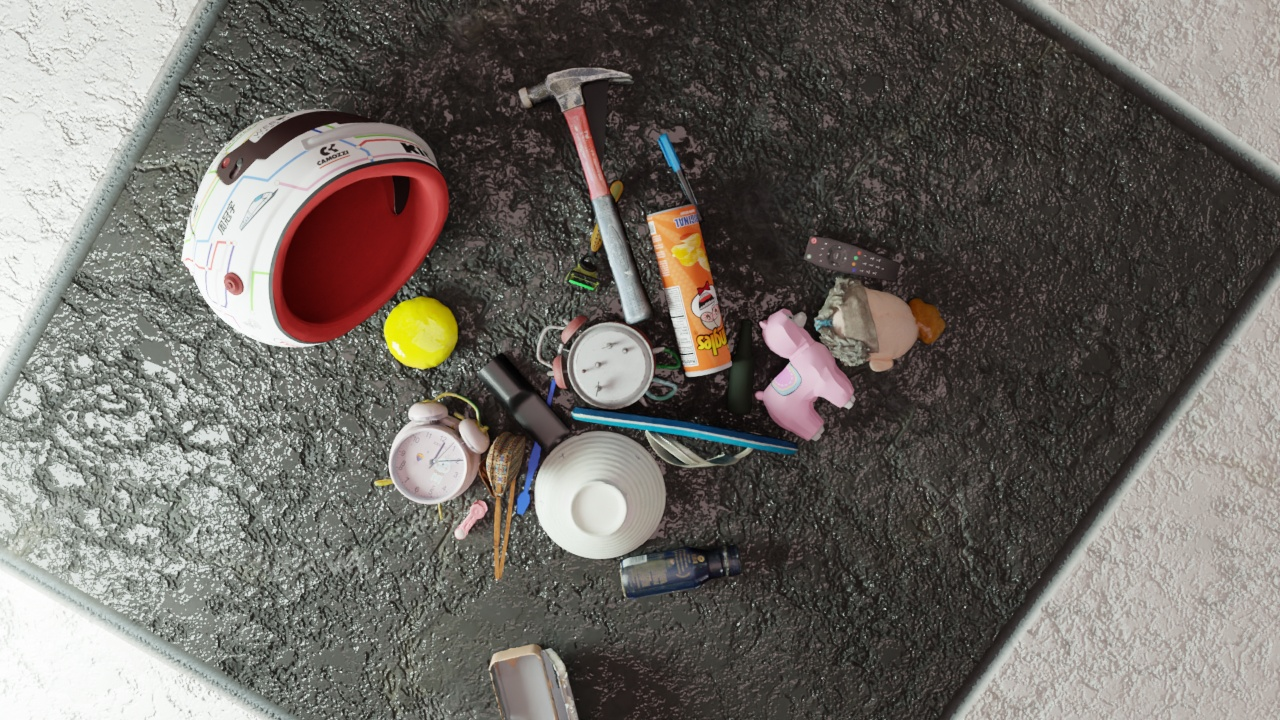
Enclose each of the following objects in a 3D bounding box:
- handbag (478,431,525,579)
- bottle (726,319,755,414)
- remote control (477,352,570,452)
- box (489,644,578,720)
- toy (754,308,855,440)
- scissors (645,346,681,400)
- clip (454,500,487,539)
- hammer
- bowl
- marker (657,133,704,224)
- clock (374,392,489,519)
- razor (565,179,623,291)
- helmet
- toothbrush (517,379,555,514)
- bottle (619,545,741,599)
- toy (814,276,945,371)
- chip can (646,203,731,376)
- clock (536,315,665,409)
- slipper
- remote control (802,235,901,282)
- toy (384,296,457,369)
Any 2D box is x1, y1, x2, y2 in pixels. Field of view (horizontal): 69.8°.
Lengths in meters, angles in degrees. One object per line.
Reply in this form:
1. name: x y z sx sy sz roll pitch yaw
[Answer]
1. handbag: -0.184 0.191 1.196 0.043 0.093 0.196 7 102 4
2. bottle: 0.134 0.008 1.198 0.033 0.033 0.123 4 97 -1
3. remote control: -0.153 0.056 1.203 0.045 0.021 0.140 -42 91 6
4. box: -0.128 0.499 1.231 0.121 0.094 0.217 -12 97 5
5. toy: 0.201 0.017 1.182 0.157 0.067 0.123 46 107 7
6. scissors: -0.011 0.021 1.210 0.132 0.013 0.078 -1 99 3
7. clip: -0.226 0.214 1.220 0.022 0.039 0.059 35 100 -8
8. hammer: -0.039 -0.207 1.147 0.140 0.036 0.326 -17 91 5
9. bowl: -0.054 0.185 1.201 0.177 0.071 0.177 0 97 -1
10. marker: 0.053 -0.231 1.172 0.015 0.018 0.123 -24 98 8
11. clock: -0.262 0.116 1.196 0.117 0.058 0.158 29 96 -4
12. razor: -0.052 -0.163 1.179 0.044 0.021 0.144 18 98 -20
13. helmet: -0.386 -0.171 1.069 0.315 0.230 0.236 -49 60 11
14. toothbrush: -0.137 0.115 1.223 0.016 0.011 0.187 15 94 -3
15. bottle: 0.054 0.278 1.221 0.161 0.056 0.056 -10 98 1
16. toy: 0.304 -0.046 1.174 0.175 0.076 0.132 0 69 -12
17. chip can: 0.063 -0.089 1.169 0.062 0.062 0.210 -14 98 1
18. clock: -0.056 0.000 1.172 0.157 0.062 0.110 17 96 3
19. slipper: 0.054 0.105 1.170 0.295 0.118 0.060 9 84 3
20. remote control: 0.274 -0.130 1.191 0.124 0.010 0.039 15 97 -2
21. toy: -0.283 -0.036 1.185 0.095 0.041 0.094 6 93 -1
